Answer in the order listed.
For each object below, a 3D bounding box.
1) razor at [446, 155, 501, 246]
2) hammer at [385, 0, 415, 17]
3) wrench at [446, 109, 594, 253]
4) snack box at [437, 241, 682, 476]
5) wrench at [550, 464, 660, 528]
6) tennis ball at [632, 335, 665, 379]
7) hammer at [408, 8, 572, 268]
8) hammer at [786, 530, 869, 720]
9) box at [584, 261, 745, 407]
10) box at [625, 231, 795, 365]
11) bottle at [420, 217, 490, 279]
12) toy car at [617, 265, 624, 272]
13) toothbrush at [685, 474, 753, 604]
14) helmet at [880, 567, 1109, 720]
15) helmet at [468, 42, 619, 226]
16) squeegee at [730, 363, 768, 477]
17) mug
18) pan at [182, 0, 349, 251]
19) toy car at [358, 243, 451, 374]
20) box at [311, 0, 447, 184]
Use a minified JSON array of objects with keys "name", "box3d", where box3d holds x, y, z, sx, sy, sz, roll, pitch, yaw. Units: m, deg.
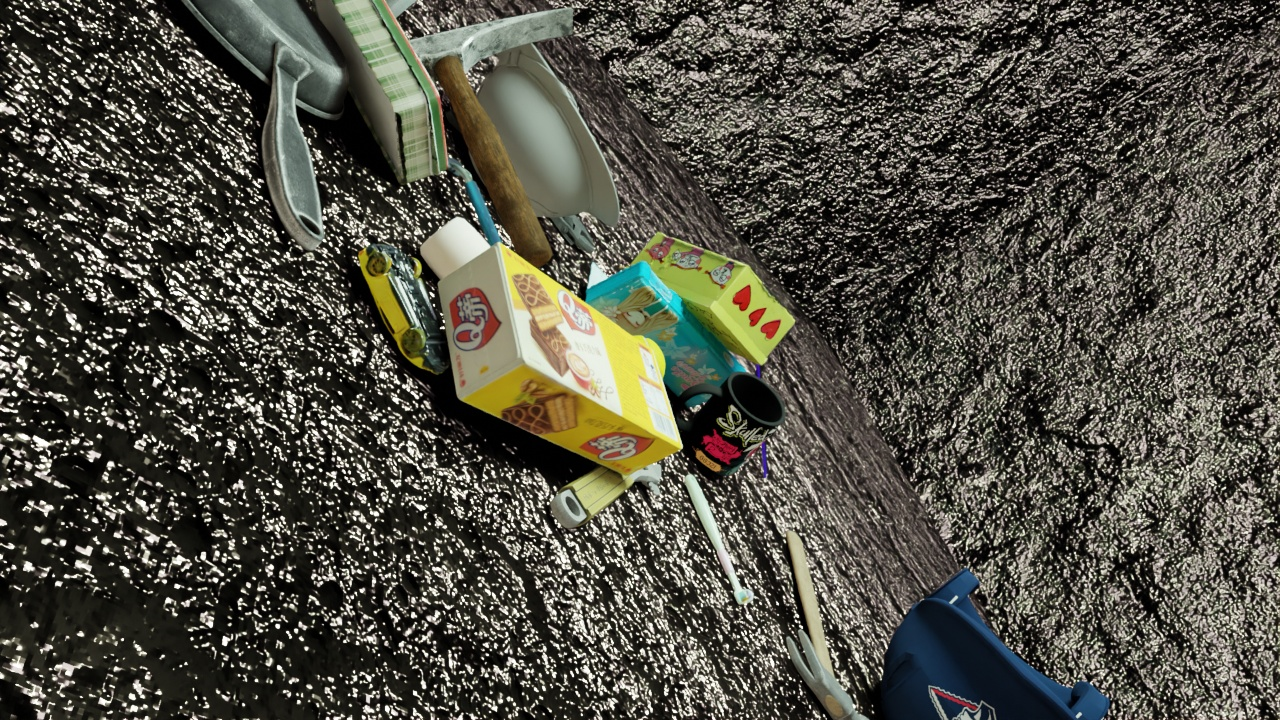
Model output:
[{"name":"razor","box3d":[-0.169,-0.159,0.950,0.144,0.022,0.042,60,17,19]},{"name":"hammer","box3d":[-0.282,-0.448,1.110,0.025,0.118,0.332,49,10,-26]},{"name":"wrench","box3d":[-0.147,-0.225,1.176,0.273,0.018,0.073,41,21,-37]},{"name":"snack box","box3d":[-0.057,0.007,0.735,0.230,0.062,0.110,33,34,-53]},{"name":"wrench","box3d":[-0.027,0.100,0.810,0.083,0.018,0.273,56,15,6]},{"name":"tennis ball","box3d":[-0.006,0.006,0.997,0.065,0.065,0.065,49,16,-19]},{"name":"hammer","box3d":[-0.120,-0.226,0.916,0.037,0.217,0.300,98,-31,-61]},{"name":"hammer","box3d":[0.204,0.293,1.079,0.119,0.031,0.330,50,16,-14]},{"name":"box","box3d":[0.036,-0.057,1.169,0.227,0.098,0.121,44,35,-34]},{"name":"box","box3d":[0.084,-0.083,1.179,0.124,0.081,0.221,43,-5,-35]},{"name":"bottle","box3d":[-0.125,-0.054,0.788,0.146,0.051,0.051,51,15,-13]},{"name":"toy car","box3d":[0.005,-0.098,1.302,0.047,0.047,0.111,34,28,-48]},{"name":"toothbrush","box3d":[0.078,0.184,0.959,0.022,0.015,0.154,1,48,-32]},{"name":"helmet","box3d":[0.392,0.382,1.058,0.232,0.222,0.273,45,-19,20]},{"name":"helmet","box3d":[-0.141,-0.250,1.067,0.271,0.117,0.183,57,-14,2]},{"name":"squeegee","box3d":[0.132,0.094,1.218,0.184,0.055,0.250,-58,145,-58]},{"name":"mug","box3d":[0.095,0.068,1.083,0.118,0.098,0.081,24,36,-20]},{"name":"pan","box3d":[-0.278,-0.215,0.703,0.187,0.055,0.356,36,19,-53]},{"name":"toy car","box3d":[-0.167,-0.037,0.657,0.107,0.030,0.049,63,15,8]},{"name":"box","box3d":[-0.237,-0.268,0.821,0.205,0.049,0.118,57,-23,19]}]
